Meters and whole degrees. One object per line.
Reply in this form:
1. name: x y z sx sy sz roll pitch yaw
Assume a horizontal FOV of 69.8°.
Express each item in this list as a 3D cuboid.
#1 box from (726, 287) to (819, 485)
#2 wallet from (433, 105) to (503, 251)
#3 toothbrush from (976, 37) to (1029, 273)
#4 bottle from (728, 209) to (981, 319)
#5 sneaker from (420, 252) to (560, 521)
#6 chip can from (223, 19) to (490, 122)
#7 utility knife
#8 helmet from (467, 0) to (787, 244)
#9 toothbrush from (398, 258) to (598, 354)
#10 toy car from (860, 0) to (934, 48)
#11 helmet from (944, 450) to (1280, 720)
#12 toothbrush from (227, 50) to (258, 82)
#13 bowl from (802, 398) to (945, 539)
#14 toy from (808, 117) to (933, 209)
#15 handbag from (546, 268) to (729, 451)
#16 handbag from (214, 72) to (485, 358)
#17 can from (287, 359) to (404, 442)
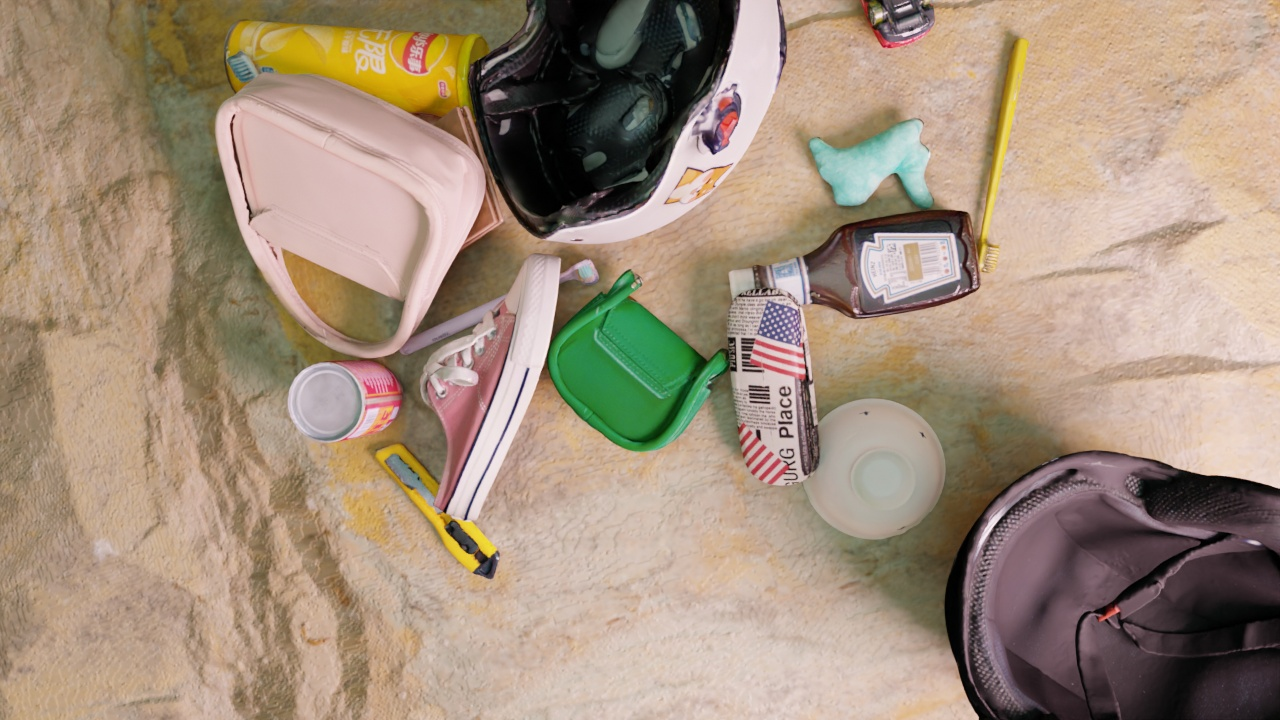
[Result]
1. box: 0.108 0.022 0.740 0.069 0.052 0.164 -3 103 17
2. wallet: -0.161 -0.144 0.768 0.116 0.020 0.101 -20 88 49
3. toothbrush: 0.295 -0.165 0.745 0.016 0.015 0.190 9 92 2
4. bottle: 0.171 -0.072 0.749 0.195 0.044 0.080 -9 90 8
5. sneaker: -0.135 0.017 0.756 0.088 0.118 0.241 21 104 -10
6. chip can: -0.238 -0.248 0.782 0.213 0.072 0.072 7 92 7
7. utility knife: -0.180 0.132 0.810 0.033 0.015 0.156 -44 86 3
8. helmet: 0.007 -0.208 0.695 0.275 0.156 0.230 -50 57 26
9. toothbrush: -0.126 -0.043 0.799 0.189 0.029 0.021 -22 48 9
10. toy car: 0.196 -0.309 0.739 0.053 0.045 0.120 -17 83 5
11. helmet: 0.333 0.188 0.641 0.275 0.230 0.233 34 80 4
12. toothbrush: -0.269 -0.163 0.777 0.026 0.027 0.221 -44 108 -32
13. bowl: 0.191 0.091 0.739 0.118 0.064 0.118 0 91 8
14. toy: 0.197 -0.158 0.751 0.092 0.030 0.096 -28 94 9
15. handbag: -0.005 0.004 0.759 0.131 0.068 0.120 40 94 4
16. handbag: -0.240 -0.097 0.745 0.193 0.093 0.235 25 127 6
17. can: -0.246 0.033 0.777 0.066 0.093 0.066 0 91 7
